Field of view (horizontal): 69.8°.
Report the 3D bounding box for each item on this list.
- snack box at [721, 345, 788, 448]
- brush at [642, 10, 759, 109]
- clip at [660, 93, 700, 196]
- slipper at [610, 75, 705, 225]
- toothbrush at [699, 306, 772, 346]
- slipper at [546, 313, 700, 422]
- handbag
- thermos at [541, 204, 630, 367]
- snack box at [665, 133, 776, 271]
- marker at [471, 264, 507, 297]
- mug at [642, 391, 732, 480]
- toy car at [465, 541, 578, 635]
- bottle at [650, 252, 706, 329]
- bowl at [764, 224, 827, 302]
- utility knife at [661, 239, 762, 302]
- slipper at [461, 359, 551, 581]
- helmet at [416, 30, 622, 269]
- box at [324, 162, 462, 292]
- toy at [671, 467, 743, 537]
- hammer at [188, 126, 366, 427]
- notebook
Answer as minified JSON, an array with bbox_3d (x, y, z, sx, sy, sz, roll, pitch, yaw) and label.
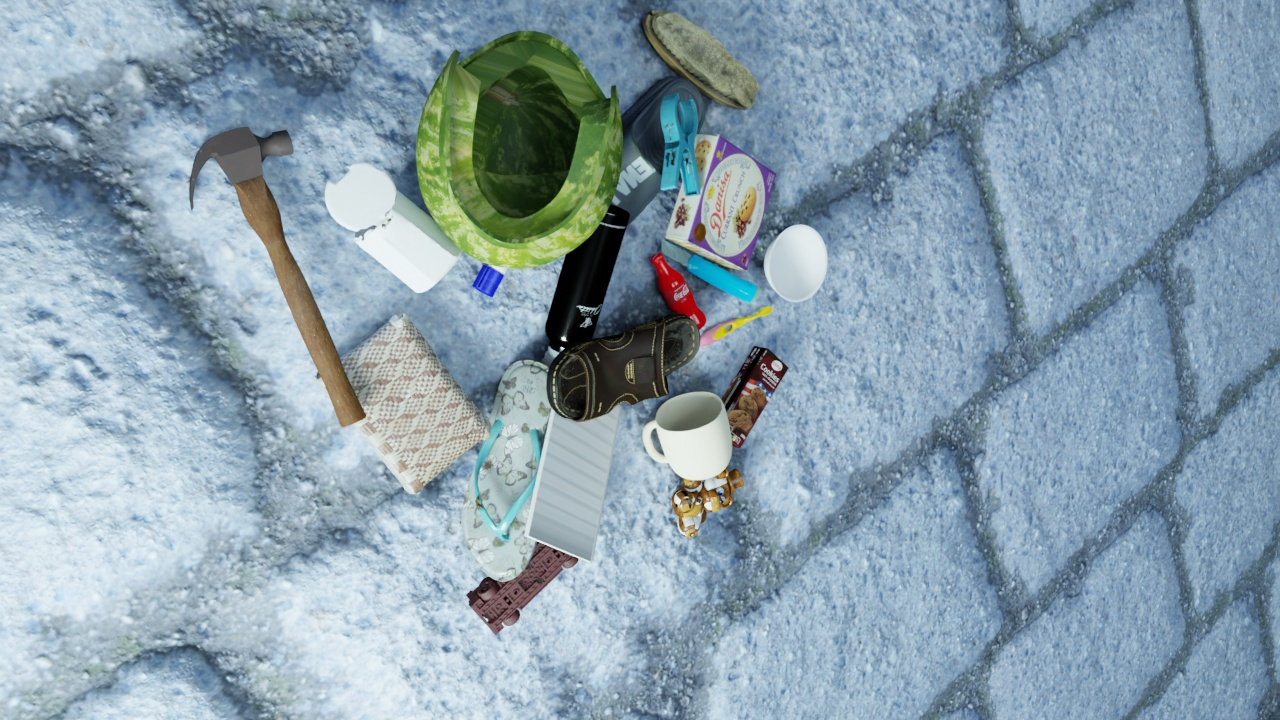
[{"bbox_3d":[0.154,0.053,1.327,0.051,0.032,0.140,39,77,-31],"label":"snack box"},{"bbox_3d":[0.083,-0.390,1.198,0.195,0.043,0.059,31,82,-31],"label":"brush"},{"bbox_3d":[0.040,-0.267,1.124,0.113,0.028,0.127,17,75,-55],"label":"clip"},{"bbox_3d":[0.005,-0.252,1.153,0.267,0.083,0.110,-51,122,-16],"label":"slipper"},{"bbox_3d":[0.133,-0.050,1.308,0.135,0.016,0.021,-25,113,-24],"label":"toothbrush"},{"bbox_3d":[-0.007,0.007,1.140,0.267,0.076,0.113,-21,118,-42],"label":"slipper"},{"bbox_3d":[-0.269,0.050,1.056,0.124,0.047,0.186,-39,114,-14],"label":"handbag"},{"bbox_3d":[-0.075,-0.078,1.124,0.061,0.061,0.232,6,112,-33],"label":"thermos"},{"bbox_3d":[0.109,-0.209,1.227,0.147,0.041,0.143,17,90,-49],"label":"snack box"},{"bbox_3d":[-0.159,-0.141,1.103,0.027,0.023,0.133,31,82,-34],"label":"marker"},{"bbox_3d":[0.065,0.112,1.252,0.120,0.096,0.100,-10,119,11],"label":"mug"},{"bbox_3d":[-0.144,0.259,1.160,0.169,0.062,0.070,-42,117,-18],"label":"toy car"},{"bbox_3d":[0.048,-0.092,1.233,0.036,0.036,0.119,-41,117,-20],"label":"bottle"},{"bbox_3d":[0.215,-0.141,1.326,0.109,0.041,0.110,-6,101,-31],"label":"bowl"},{"bbox_3d":[0.099,-0.122,1.264,0.205,0.015,0.031,24,87,-41],"label":"utility knife"},{"bbox_3d":[-0.164,0.129,1.104,0.054,0.098,0.268,36,61,-76],"label":"slipper"},{"bbox_3d":[-0.129,-0.219,0.983,0.213,0.246,0.244,8,114,-10],"label":"helmet"},{"bbox_3d":[-0.270,-0.147,0.994,0.166,0.092,0.083,41,88,-28],"label":"box"},{"bbox_3d":[0.094,0.190,1.296,0.112,0.067,0.087,-21,125,-14],"label":"toy"},{"bbox_3d":[-0.365,-0.081,0.958,0.115,0.033,0.323,-26,103,-26],"label":"hammer"},{"bbox_3d":[-0.079,0.131,1.140,0.142,0.009,0.209,39,55,-52],"label":"notebook"}]
